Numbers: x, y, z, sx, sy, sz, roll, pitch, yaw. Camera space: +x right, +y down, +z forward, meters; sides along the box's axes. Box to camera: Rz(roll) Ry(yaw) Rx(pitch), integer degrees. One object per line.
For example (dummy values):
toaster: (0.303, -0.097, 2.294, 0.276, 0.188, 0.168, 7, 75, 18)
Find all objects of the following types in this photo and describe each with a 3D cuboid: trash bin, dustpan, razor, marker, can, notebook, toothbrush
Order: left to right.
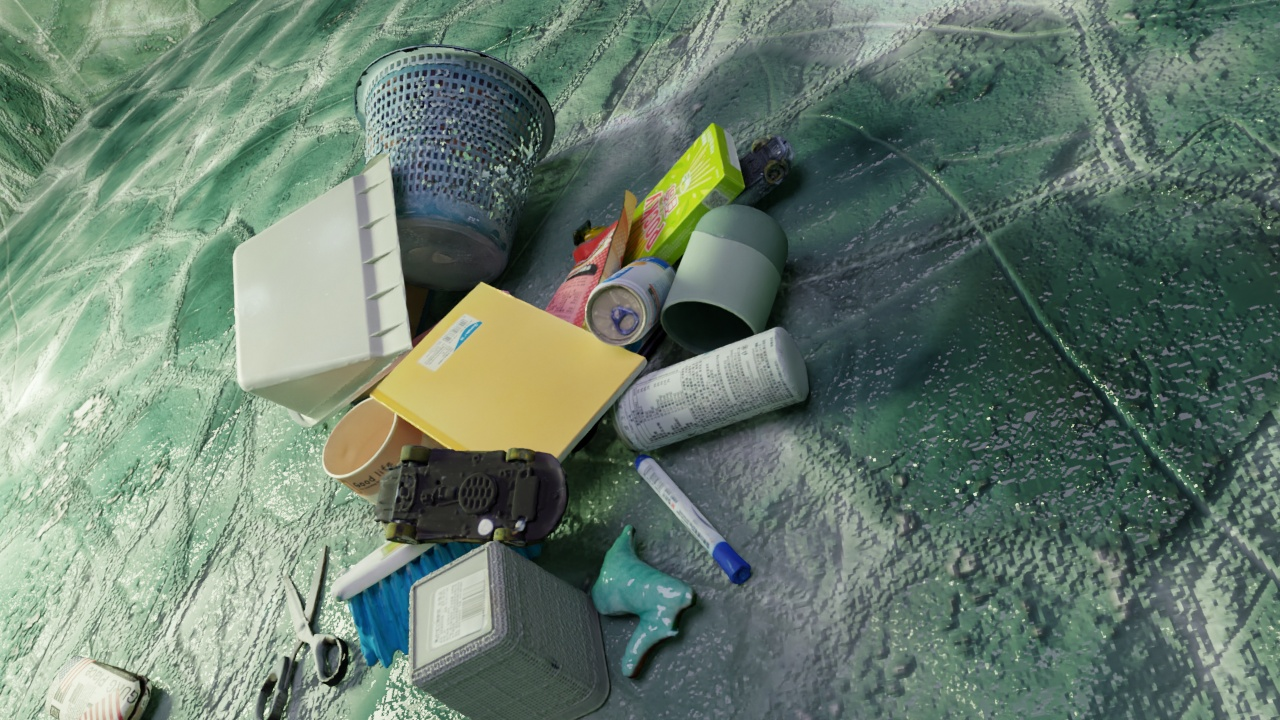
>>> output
dustpan: (-0.318, -0.049, 0.956, 0.258, 0.142, 0.222, -18, 68, 16)
trash bin: (-0.213, -0.192, 1.004, 0.227, 0.226, 0.194, -13, 60, 30)
notebook: (-0.113, 0.015, 0.748, 0.206, 0.010, 0.145, 25, 65, 37)
can: (-0.005, -0.051, 0.761, 0.053, 0.053, 0.134, -26, 7, 18)
razor: (-0.006, -0.146, 0.919, 0.133, 0.028, 0.043, -21, 14, 27)
toothbrush: (-0.005, 0.005, 0.799, 0.188, 0.014, 0.017, -53, 17, -14)
marker: (0.035, 0.112, 0.670, 0.017, 0.017, 0.146, -44, 40, -2)
can: (0.051, 0.024, 0.701, 0.147, 0.058, 0.058, -21, 45, 24)

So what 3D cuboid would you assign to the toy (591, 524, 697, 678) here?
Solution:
toy: (-0.002, 0.168, 0.641, 0.092, 0.030, 0.096, 11, 69, 46)

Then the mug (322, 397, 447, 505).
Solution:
mug: (-0.226, 0.096, 0.822, 0.115, 0.106, 0.081, -12, 49, 31)

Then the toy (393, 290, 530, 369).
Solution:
toy: (-0.179, 0.000, 0.885, 0.195, 0.074, 0.178, -36, 22, 14)

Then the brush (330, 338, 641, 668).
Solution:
brush: (-0.103, 0.106, 0.723, 0.314, 0.109, 0.060, -33, 12, -15)

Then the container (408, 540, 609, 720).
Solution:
container: (-0.093, 0.191, 0.627, 0.090, 0.114, 0.090, -31, 41, 14)

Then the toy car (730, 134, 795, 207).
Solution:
toy car: (0.090, -0.157, 0.840, 0.121, 0.037, 0.054, -38, 36, 18)

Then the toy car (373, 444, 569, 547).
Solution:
toy car: (-0.121, 0.099, 0.655, 0.158, 0.042, 0.070, -1, 68, 22)

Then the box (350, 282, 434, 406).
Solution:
box: (-0.293, -0.033, 1.027, 0.090, 0.060, 0.183, -17, 48, 28)

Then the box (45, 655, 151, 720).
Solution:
box: (-0.541, 0.338, 0.920, 0.165, 0.055, 0.070, 0, 41, 37)

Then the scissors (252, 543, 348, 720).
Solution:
scissors: (-0.304, 0.246, 0.827, 0.160, 0.014, 0.177, -3, 53, 38)

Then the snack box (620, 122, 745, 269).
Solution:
snack box: (0.031, -0.134, 0.838, 0.157, 0.026, 0.085, -44, 34, 34)

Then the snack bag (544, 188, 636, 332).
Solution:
snack bag: (-0.060, -0.048, 0.839, 0.129, 0.073, 0.207, -40, 27, 55)

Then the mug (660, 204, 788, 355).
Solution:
mug: (0.065, -0.061, 0.757, 0.112, 0.082, 0.106, -37, 28, 58)
